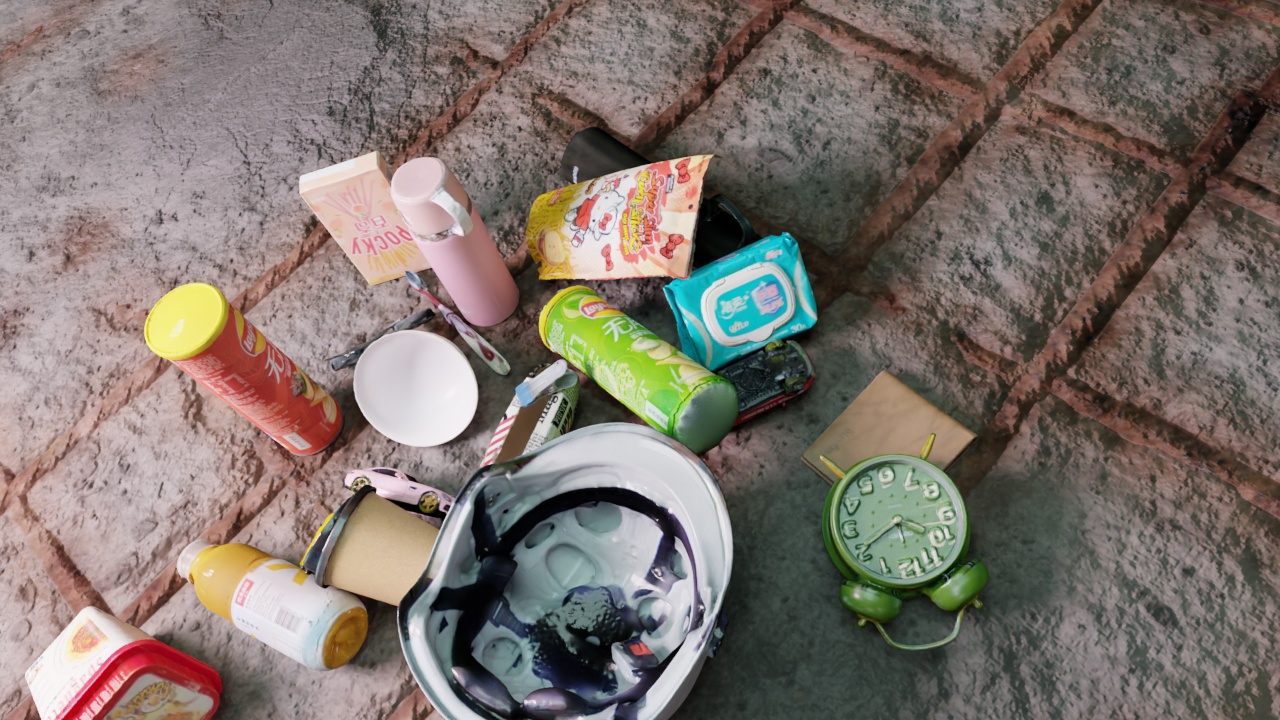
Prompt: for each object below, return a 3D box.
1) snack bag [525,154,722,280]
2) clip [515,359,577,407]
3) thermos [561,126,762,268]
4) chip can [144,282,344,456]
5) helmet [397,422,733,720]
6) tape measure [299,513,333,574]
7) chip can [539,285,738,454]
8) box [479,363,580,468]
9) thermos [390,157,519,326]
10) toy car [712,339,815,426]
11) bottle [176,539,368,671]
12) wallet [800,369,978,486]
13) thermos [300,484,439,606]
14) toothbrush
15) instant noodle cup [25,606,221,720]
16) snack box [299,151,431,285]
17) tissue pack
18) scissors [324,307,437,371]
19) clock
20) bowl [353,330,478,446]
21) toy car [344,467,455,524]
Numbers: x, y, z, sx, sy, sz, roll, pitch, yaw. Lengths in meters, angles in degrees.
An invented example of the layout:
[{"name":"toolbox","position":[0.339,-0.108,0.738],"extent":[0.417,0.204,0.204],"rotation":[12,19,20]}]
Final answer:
[{"name":"snack bag","position":[-0.019,-0.133,0.890],"extent":[0.208,0.073,0.128],"rotation":[0,68,45]},{"name":"clip","position":[-0.085,0.021,0.822],"extent":[0.056,0.027,0.024],"rotation":[-30,53,6]},{"name":"thermos","position":[0.023,-0.167,0.940],"extent":[0.068,0.090,0.242],"rotation":[-33,55,-31]},{"name":"chip can","position":[-0.354,0.016,0.844],"extent":[0.073,0.217,0.073],"rotation":[-6,60,10]},{"name":"helmet","position":[-0.042,0.188,0.709],"extent":[0.229,0.146,0.257],"rotation":[21,58,19]},{"name":"tape measure","position":[-0.274,0.174,0.842],"extent":[0.057,0.029,0.059],"rotation":[12,63,21]},{"name":"chip can","position":[-0.005,0.005,0.824],"extent":[0.072,0.072,0.221],"rotation":[-42,46,-13]},{"name":"box","position":[-0.091,0.082,0.834],"extent":[0.073,0.076,0.163],"rotation":[10,60,24]},{"name":"thermos","position":[-0.170,-0.107,0.885],"extent":[0.087,0.199,0.067],"rotation":[35,71,26]},{"name":"toy car","position":[0.100,0.026,0.830],"extent":[0.120,0.045,0.053],"rotation":[-26,58,4]},{"name":"bottle","position":[-0.330,0.209,0.811],"extent":[0.190,0.068,0.067],"rotation":[18,65,23]},{"name":"wallet","position":[0.213,0.075,0.791],"extent":[0.115,0.020,0.101],"rotation":[-44,58,-10]},{"name":"thermos","position":[-0.205,0.169,0.780],"extent":[0.143,0.093,0.092],"rotation":[25,66,-1]},{"name":"toothbrush","position":[-0.194,-0.043,0.958],"extent":[0.016,0.017,0.187],"rotation":[-42,59,-12]},{"name":"instant noodle cup","position":[-0.444,0.280,0.778],"extent":[0.124,0.117,0.116],"rotation":[23,67,38]},{"name":"snack box","position":[-0.277,-0.143,0.956],"extent":[0.084,0.157,0.026],"rotation":[-17,55,4]},{"name":"tissue pack","position":[0.092,-0.052,0.849],"extent":[0.133,0.093,0.050],"rotation":[-25,15,-1]},{"name":"scissors","position":[-0.256,-0.022,0.902],"extent":[0.159,0.181,0.014],"rotation":[-35,98,-38]},{"name":"clock","position":[0.205,0.144,0.719],"extent":[0.116,0.056,0.161],"rotation":[-13,71,8]},{"name":"bowl","position":[-0.209,0.017,0.891],"extent":[0.118,0.118,0.064],"rotation":[-10,19,7]},{"name":"toy car","position":[-0.213,0.123,0.843],"extent":[0.122,0.056,0.037],"rotation":[10,69,18]}]
